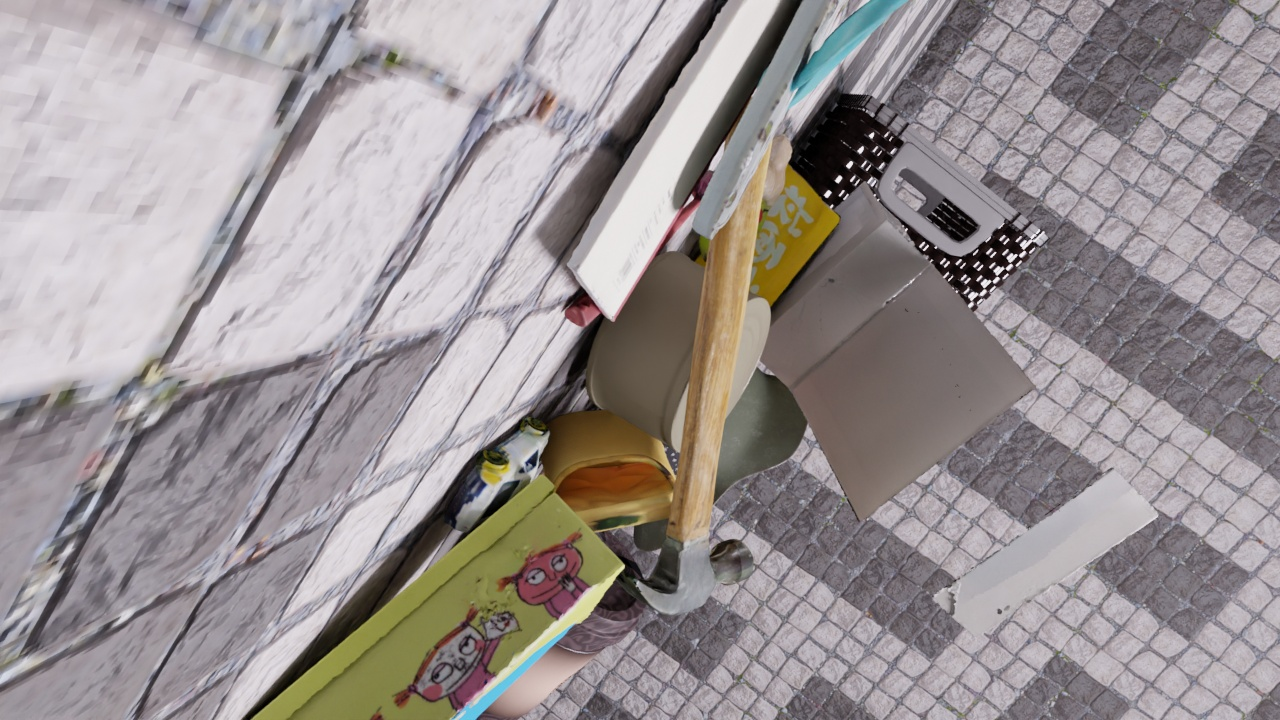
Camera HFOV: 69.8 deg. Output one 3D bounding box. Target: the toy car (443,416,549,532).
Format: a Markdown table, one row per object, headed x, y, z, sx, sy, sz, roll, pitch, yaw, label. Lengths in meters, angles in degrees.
| x | y | z | sx | sy | sz | roll | pitch | yaw | label |
| --- | --- | --- | --- | --- | --- | --- | --- | --- | --- |
| -0.084 | 0.071 | 0.575 | 0.048 | 0.033 | 0.105 | -58 | 175 | 22 | toy car |

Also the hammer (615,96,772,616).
| x | y | z | sx | sy | sz | roll | pitch | yaw | label |
| --- | --- | --- | --- | --- | --- | --- | --- | --- | --- |
| 0.044 | 0.007 | 0.571 | 0.132 | 0.033 | 0.331 | -9 | 112 | -45 | hammer |

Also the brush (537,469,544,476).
| x | y | z | sx | sy | sz | roll | pitch | yaw | label |
| --- | --- | --- | --- | --- | --- | --- | --- | --- | --- |
| -0.105 | 0.122 | 0.827 | 0.135 | 0.015 | 0.050 | -59 | 175 | -19 | brush |

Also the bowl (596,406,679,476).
| x | y | z | sx | sy | sz | roll | pitch | yaw | label |
| --- | --- | --- | --- | --- | --- | --- | --- | --- | --- |
| 0.001 | 0.049 | 0.868 | 0.066 | 0.120 | 0.120 | 23 | 106 | -43 | bowl |

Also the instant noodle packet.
| x | y | z | sx | sy | sz | roll | pitch | yaw | label |
| --- | --- | --- | --- | --- | --- | --- | --- | --- | --- |
| 0.084 | -0.084 | 0.922 | 0.162 | 0.084 | 0.222 | -51 | -175 | -16 | instant noodle packet |

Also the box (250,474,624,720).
| x | y | z | sx | sy | sz | roll | pitch | yaw | label |
| --- | --- | --- | --- | --- | --- | --- | --- | --- | --- |
| -0.120 | 0.178 | 0.530 | 0.220 | 0.079 | 0.125 | -37 | 164 | -31 | box |

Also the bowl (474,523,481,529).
| x | y | z | sx | sy | sz | roll | pitch | yaw | label |
| --- | --- | --- | --- | --- | --- | --- | --- | --- | --- |
| -0.111 | 0.153 | 0.737 | 0.124 | 0.052 | 0.124 | -53 | 175 | -7 | bowl |

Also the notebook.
| x | y | z | sx | sy | sz | roll | pitch | yaw | label |
| --- | --- | --- | --- | --- | --- | --- | --- | --- | --- |
| 0.032 | -0.117 | 0.435 | 0.208 | 0.012 | 0.153 | -58 | 175 | -3 | notebook |

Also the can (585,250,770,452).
| x | y | z | sx | sy | sz | roll | pitch | yaw | label |
| --- | --- | --- | --- | --- | --- | --- | --- | --- | --- |
| 0.029 | -0.005 | 0.657 | 0.127 | 0.073 | 0.128 | -45 | 153 | -31 | can |

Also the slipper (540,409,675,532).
| x | y | z | sx | sy | sz | roll | pitch | yaw | label |
| --- | --- | --- | --- | --- | --- | --- | --- | --- | --- |
| -0.028 | 0.076 | 0.715 | 0.263 | 0.099 | 0.078 | -161 | -113 | -82 | slipper |

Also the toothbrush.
| x | y | z | sx | sy | sz | roll | pitch | yaw | label |
| --- | --- | --- | --- | --- | --- | --- | --- | --- | --- |
| 0.009 | -0.074 | 0.557 | 0.189 | 0.016 | 0.017 | -49 | 168 | -46 | toothbrush |

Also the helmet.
| x | y | z | sx | sy | sz | roll | pitch | yaw | label |
| --- | --- | --- | --- | --- | --- | --- | --- | --- | --- |
| 0.043 | 0.073 | 0.997 | 0.228 | 0.154 | 0.267 | -29 | -156 | 53 | helmet |

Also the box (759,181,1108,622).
| x | y | z | sx | sy | sz | roll | pitch | yaw | label |
| --- | --- | --- | --- | --- | --- | --- | --- | --- | --- |
| 0.188 | -0.009 | 0.753 | 0.166 | 0.108 | 0.417 | -44 | -156 | 21 | box |

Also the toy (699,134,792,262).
| x | y | z | sx | sy | sz | roll | pitch | yaw | label |
| --- | --- | --- | --- | --- | --- | --- | --- | --- | --- |
| 0.089 | -0.131 | 0.752 | 0.118 | 0.043 | 0.092 | -58 | 173 | 16 | toy |

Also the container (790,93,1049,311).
| x | y | z | sx | sy | sz | roll | pitch | yaw | label |
| --- | --- | --- | --- | --- | --- | --- | --- | --- | --- |
| 0.268 | -0.137 | 1.083 | 0.244 | 0.247 | 0.245 | -52 | -173 | 16 | container |

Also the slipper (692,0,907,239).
| x | y | z | sx | sy | sz | roll | pitch | yaw | label |
| --- | --- | --- | --- | --- | --- | --- | --- | --- | --- |
| 0.109 | -0.176 | 0.466 | 0.269 | 0.055 | 0.098 | -61 | 178 | 13 | slipper |

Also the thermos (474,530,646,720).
| x | y | z | sx | sy | sz | roll | pitch | yaw | label |
| --- | --- | --- | --- | --- | --- | --- | --- | --- | --- |
| -0.123 | 0.310 | 1.083 | 0.227 | 0.172 | 0.172 | -50 | 177 | 21 | thermos |
